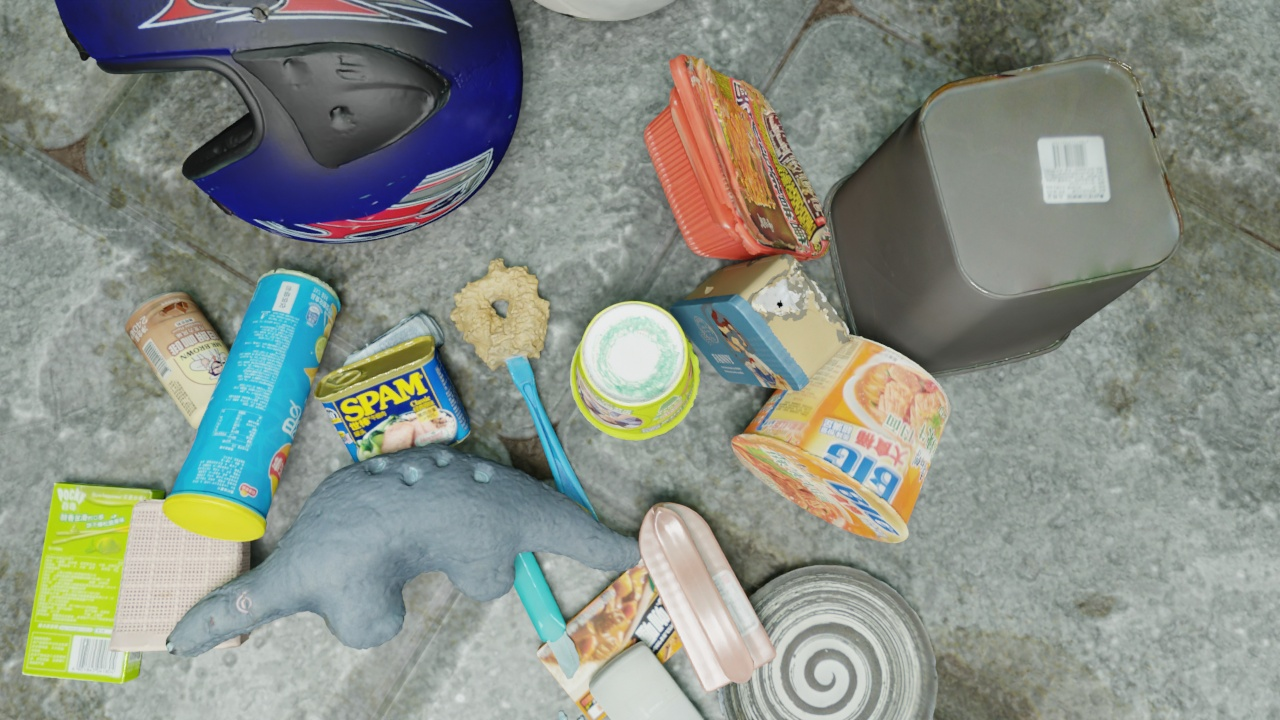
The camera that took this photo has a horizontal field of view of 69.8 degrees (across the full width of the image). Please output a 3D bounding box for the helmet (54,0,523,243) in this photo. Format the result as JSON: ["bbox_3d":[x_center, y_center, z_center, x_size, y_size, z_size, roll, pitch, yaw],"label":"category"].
[{"bbox_3d":[-0.247,-0.209,0.702,0.315,0.247,0.241,-12,113,-13],"label":"helmet"}]

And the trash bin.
[{"bbox_3d":[0.270,-0.104,0.703,0.198,0.220,0.199,-11,80,-2],"label":"trash bin"}]

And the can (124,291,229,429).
[{"bbox_3d":[-0.374,0.002,0.768,0.058,0.058,0.116,-37,83,-5],"label":"can"}]

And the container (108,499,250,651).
[{"bbox_3d":[-0.356,0.167,0.723,0.090,0.090,0.111,3,79,-17],"label":"container"}]

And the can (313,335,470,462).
[{"bbox_3d":[-0.199,0.039,0.749,0.102,0.057,0.083,-22,114,-3],"label":"can"}]

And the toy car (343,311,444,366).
[{"bbox_3d":[-0.212,-0.005,0.783,0.090,0.034,0.043,-34,86,-3],"label":"toy car"}]

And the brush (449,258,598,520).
[{"bbox_3d":[-0.088,0.035,0.777,0.083,0.046,0.254,-21,86,-7],"label":"brush"}]

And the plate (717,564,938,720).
[{"bbox_3d":[0.150,0.257,0.749,0.179,0.024,0.179,0,82,-2],"label":"plate"}]

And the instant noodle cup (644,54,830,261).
[{"bbox_3d":[0.074,-0.150,0.749,0.079,0.188,0.164,-25,80,28],"label":"instant noodle cup"}]

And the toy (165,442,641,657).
[{"bbox_3d":[-0.177,0.137,0.702,0.356,0.091,0.138,-11,87,-16],"label":"toy"}]

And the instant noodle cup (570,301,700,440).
[{"bbox_3d":[-0.004,0.004,0.734,0.111,0.123,0.111,0,81,0],"label":"instant noodle cup"}]

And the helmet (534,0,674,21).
[{"bbox_3d":[-0.062,-0.373,0.743,0.157,0.273,0.230,-50,53,26],"label":"helmet"}]

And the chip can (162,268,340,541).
[{"bbox_3d":[-0.298,0.031,0.717,0.071,0.071,0.209,6,56,1],"label":"chip can"}]

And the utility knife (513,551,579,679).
[{"bbox_3d":[-0.096,0.176,0.753,0.029,0.013,0.182,-29,72,-5],"label":"utility knife"}]

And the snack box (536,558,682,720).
[{"bbox_3d":[-0.004,0.216,0.753,0.153,0.026,0.075,-41,84,-5],"label":"snack box"}]

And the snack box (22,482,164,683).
[{"bbox_3d":[-0.451,0.182,0.759,0.086,0.026,0.156,4,82,1],"label":"snack box"}]

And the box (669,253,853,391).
[{"bbox_3d":[0.087,-0.029,0.718,0.061,0.184,0.090,-41,98,-12],"label":"box"}]

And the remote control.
[{"bbox_3d":[0.023,0.296,0.728,0.058,0.021,0.150,-37,98,-7],"label":"remote control"}]

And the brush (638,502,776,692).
[{"bbox_3d":[0.046,0.176,0.708,0.063,0.073,0.145,-26,82,-4],"label":"brush"}]

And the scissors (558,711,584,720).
[{"bbox_3d":[-0.074,0.352,0.741,0.074,0.017,0.137,-2,77,9],"label":"scissors"}]

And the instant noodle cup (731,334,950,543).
[{"bbox_3d":[0.163,0.057,0.722,0.151,0.151,0.111,32,75,4],"label":"instant noodle cup"}]
